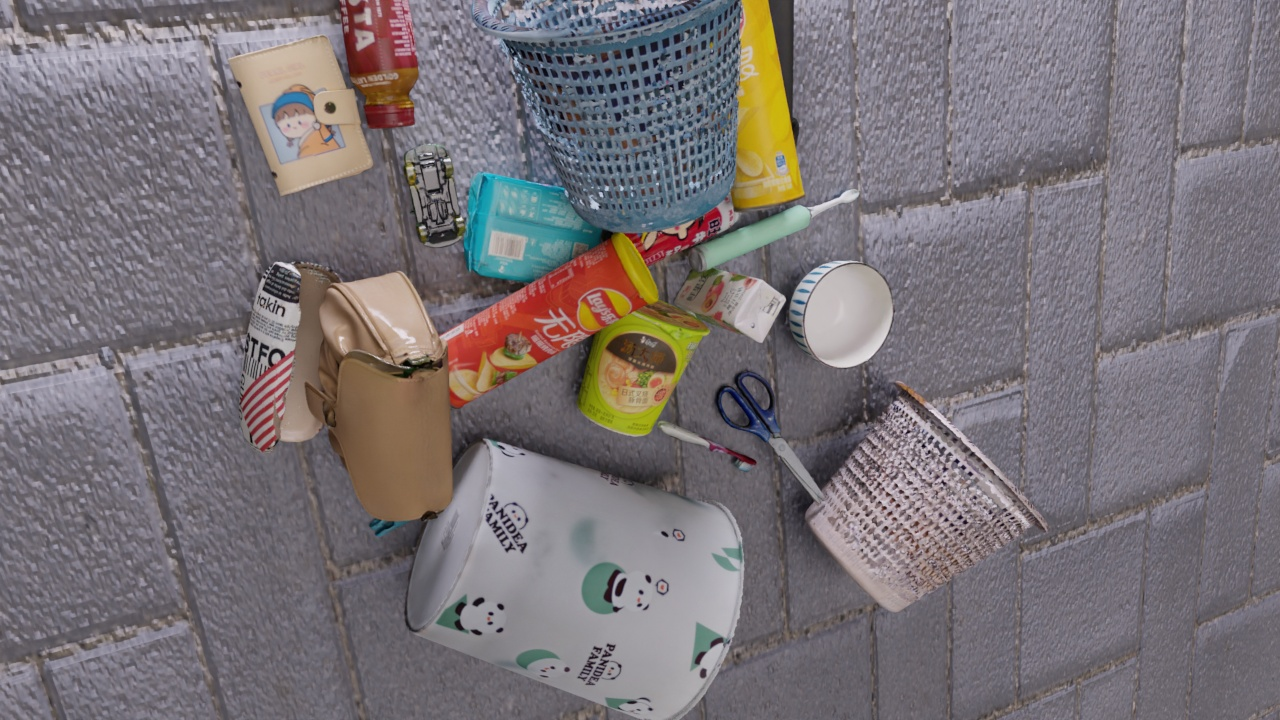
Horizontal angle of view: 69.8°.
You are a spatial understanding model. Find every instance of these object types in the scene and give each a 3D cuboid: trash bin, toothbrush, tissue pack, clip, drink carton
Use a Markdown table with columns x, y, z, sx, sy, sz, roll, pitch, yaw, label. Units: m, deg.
| x | y | z | sx | sy | sz | roll | pitch | yaw | label |
| --- | --- | --- | --- | --- | --- | --- | --- | --- | --- |
| -0.070 | 0.202 | 0.869 | 0.251 | 0.229 | 0.229 | 23 | 94 | -22 | trash bin |
| -0.006 | -0.224 | 0.764 | 0.226 | 0.226 | 0.195 | -26 | 131 | -16 | trash bin |
| 0.304 | 0.167 | 1.038 | 0.192 | 0.227 | 0.227 | -45 | 117 | 6 | trash bin |
| 0.145 | -0.141 | 0.958 | 0.224 | 0.027 | 0.026 | -25 | 91 | -24 | toothbrush |
| -0.097 | -0.119 | 0.858 | 0.133 | 0.050 | 0.093 | 8 | 99 | -26 | tissue pack |
| 0.072 | 0.093 | 0.978 | 0.187 | 0.016 | 0.017 | 26 | 104 | -49 | toothbrush |
| -0.236 | 0.150 | 0.890 | 0.056 | 0.014 | 0.039 | -32 | 114 | -15 | clip |
| 0.088 | -0.059 | 0.916 | 0.045 | 0.122 | 0.053 | 31 | 88 | -29 | drink carton |

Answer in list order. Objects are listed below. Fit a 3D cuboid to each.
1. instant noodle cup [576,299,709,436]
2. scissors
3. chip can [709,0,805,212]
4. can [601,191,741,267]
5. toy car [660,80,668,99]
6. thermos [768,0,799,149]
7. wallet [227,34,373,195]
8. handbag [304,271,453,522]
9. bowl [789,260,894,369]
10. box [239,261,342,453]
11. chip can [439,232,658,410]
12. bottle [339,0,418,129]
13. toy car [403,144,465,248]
| x | y | z | sx | sy | sz | roll | pitch | yaw | label |
| --- | --- | --- | --- | --- | --- | --- | --- | --- | --- |
| -0.005 | 0.005 | 0.906 | 0.111 | 0.111 | 0.123 | 14 | 105 | -27 | instant noodle cup |
| 0.141 | 0.096 | 1.010 | 0.108 | 0.012 | 0.174 | -14 | 88 | -12 | scissors |
| 0.097 | -0.247 | 0.841 | 0.072 | 0.072 | 0.213 | -18 | 106 | -19 | chip can |
| 0.032 | -0.134 | 0.909 | 0.132 | 0.053 | 0.053 | -26 | 113 | -15 | can |
| -0.008 | -0.265 | 0.869 | 0.106 | 0.031 | 0.049 | 37 | 88 | -29 | toy car |
| 0.122 | -0.306 | 0.902 | 0.089 | 0.068 | 0.243 | -23 | 117 | -46 | thermos |
| -0.280 | -0.206 | 0.769 | 0.087 | 0.024 | 0.115 | -19 | 110 | -13 | wallet |
| -0.218 | 0.035 | 0.773 | 0.099 | 0.148 | 0.205 | -19 | 129 | -31 | handbag |
| 0.210 | -0.054 | 1.003 | 0.116 | 0.066 | 0.116 | -6 | 105 | -22 | bowl |
| -0.298 | -0.004 | 0.795 | 0.087 | 0.076 | 0.163 | -3 | 106 | -52 | box |
| -0.093 | -0.035 | 0.828 | 0.217 | 0.073 | 0.073 | -28 | 115 | 10 | chip can |
| -0.217 | -0.282 | 0.755 | 0.057 | 0.057 | 0.175 | -11 | 108 | -21 | bottle |
| -0.185 | -0.146 | 0.818 | 0.043 | 0.036 | 0.091 | -15 | 109 | -21 | toy car |
